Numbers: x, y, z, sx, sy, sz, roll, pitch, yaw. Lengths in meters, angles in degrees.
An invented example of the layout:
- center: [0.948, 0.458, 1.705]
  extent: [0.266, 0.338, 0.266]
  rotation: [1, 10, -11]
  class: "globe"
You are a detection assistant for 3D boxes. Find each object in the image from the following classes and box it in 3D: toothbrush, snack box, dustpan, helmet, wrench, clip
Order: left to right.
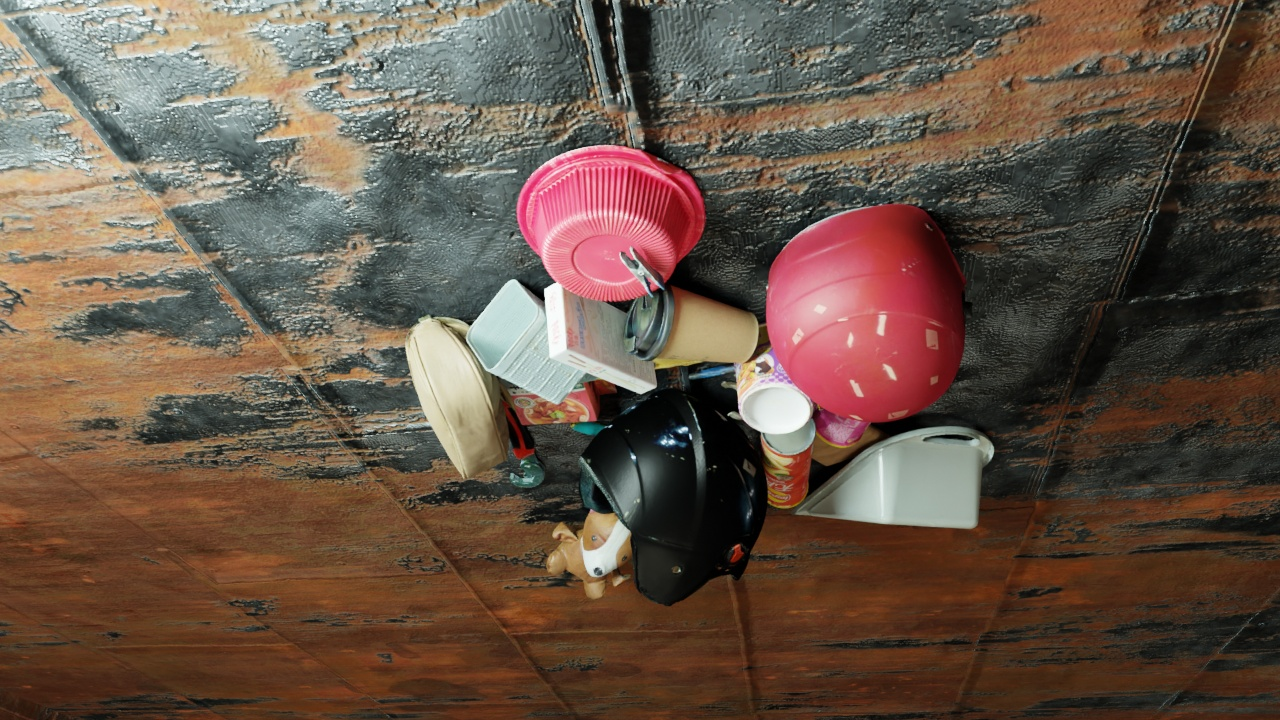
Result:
- center: [-0.174, 0.112, 1.298]
  extent: [0.056, 0.016, 0.274]
  rotation: [-1, 145, 3]
  class: "wrench"
- center: [-0.102, 0.032, 1.158]
  extent: [0.127, 0.044, 0.113]
  rotation: [-5, 143, 9]
  class: "snack box"
- center: [-0.042, -0.023, 1.020]
  extent: [0.027, 0.084, 0.156]
  rotation: [-25, 149, 32]
  class: "snack box"
- center: [0.002, -0.089, 0.895]
  extent: [0.039, 0.026, 0.058]
  rotation: [-31, 126, 21]
  class: "clip"
- center: [0.053, 0.168, 1.183]
  extent: [0.274, 0.233, 0.230]
  rotation: [32, 99, -34]
  class: "helmet"
- center: [0.146, 0.040, 1.180]
  extent: [0.103, 0.092, 0.035]
  rotation: [-14, 161, -46]
  class: "clip"
- center: [0.149, 0.004, 1.137]
  extent: [0.190, 0.014, 0.016]
  rotation: [-12, 166, 19]
  class: "toothbrush"
- center: [0.230, -0.023, 0.933]
  extent: [0.207, 0.143, 0.240]
  rotation: [-18, 114, 26]
  class: "helmet"
- center: [0.381, 0.169, 1.335]
  extent: [0.222, 0.142, 0.258]
  rotation: [7, 173, -20]
  class: "dustpan"

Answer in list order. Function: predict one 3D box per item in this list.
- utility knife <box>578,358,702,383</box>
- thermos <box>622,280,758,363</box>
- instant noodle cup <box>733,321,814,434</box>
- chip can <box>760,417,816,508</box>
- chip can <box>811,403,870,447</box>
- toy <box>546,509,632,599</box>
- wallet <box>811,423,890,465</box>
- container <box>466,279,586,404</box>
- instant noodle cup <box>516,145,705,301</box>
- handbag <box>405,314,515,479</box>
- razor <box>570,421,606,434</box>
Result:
- center: [-0.007, 0.006, 1.112]
  extent: [0.196, 0.020, 0.031]
  rotation: [-7, 134, -6]
  class: "utility knife"
- center: [0.056, -0.037, 1.026]
  extent: [0.143, 0.093, 0.093]
  rotation: [11, 144, -25]
  class: "thermos"
- center: [0.160, 0.024, 1.075]
  extent: [0.111, 0.099, 0.112]
  rotation: [6, 132, 7]
  class: "instant noodle cup"
- center: [0.196, 0.134, 1.234]
  extent: [0.073, 0.073, 0.217]
  rotation: [-2, 154, 5]
  class: "chip can"
- center: [0.277, 0.022, 1.107]
  extent: [0.071, 0.071, 0.211]
  rotation: [9, 143, -10]
  class: "chip can"
- center: [-0.067, 0.302, 1.477]
  extent: [0.140, 0.130, 0.200]
  rotation: [33, 128, -14]
  class: "toy"
- center: [0.270, 0.108, 1.272]
  extent: [0.101, 0.020, 0.116]
  rotation: [29, 139, -31]
  class: "wallet"
- center: [-0.119, -0.016, 1.038]
  extent: [0.090, 0.090, 0.111]
  rotation: [-49, 131, 6]
  class: "container"
- center: [-0.030, -0.124, 0.924]
  extent: [0.194, 0.065, 0.194]
  rotation: [1, 143, 1]
  class: "instant noodle cup"
- center: [-0.214, 0.044, 1.108]
  extent: [0.099, 0.147, 0.205]
  rotation: [-24, 148, -16]
  class: "handbag"
- center: [-0.041, 0.105, 1.271]
  extent: [0.132, 0.028, 0.043]
  rotation: [21, 117, -30]
  class: "razor"
